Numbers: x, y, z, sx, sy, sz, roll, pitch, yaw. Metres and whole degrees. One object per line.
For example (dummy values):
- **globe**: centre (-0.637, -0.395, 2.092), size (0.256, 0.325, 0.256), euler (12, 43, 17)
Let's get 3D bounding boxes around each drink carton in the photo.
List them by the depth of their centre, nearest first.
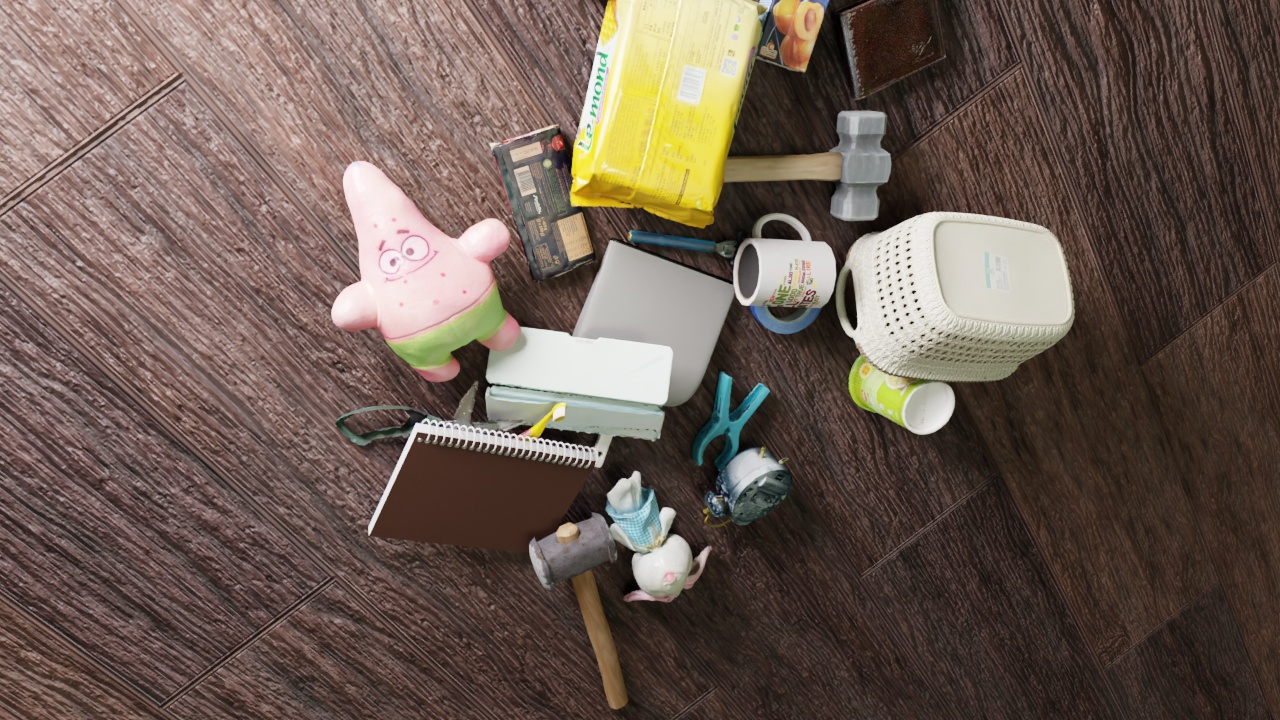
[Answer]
- **drink carton**: centre (0.160, -0.372, 0.949), size (0.064, 0.040, 0.130), euler (11, 107, -22)

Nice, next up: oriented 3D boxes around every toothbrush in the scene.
- **toothbrush**: centre (-0.119, 0.080, 1.012), size (0.021, 0.016, 0.136), euler (18, 143, -32)

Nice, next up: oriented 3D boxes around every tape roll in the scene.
- **tape roll**: centre (0.173, -0.078, 1.085), size (0.091, 0.016, 0.093), euler (-9, 114, -14)

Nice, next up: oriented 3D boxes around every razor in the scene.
- **razor**: centre (0.055, -0.131, 1.024), size (0.143, 0.022, 0.042), euler (4, 109, -19)

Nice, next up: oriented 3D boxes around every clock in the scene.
- **clock**: centre (0.131, 0.164, 1.138), size (0.129, 0.052, 0.090), euler (-51, 138, 12)

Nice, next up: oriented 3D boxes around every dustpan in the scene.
- **dustpan**: centre (-0.006, 0.006, 1.056), size (0.163, 0.033, 0.258), euler (17, 96, -22)

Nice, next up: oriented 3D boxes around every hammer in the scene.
- **hammer**: centre (0.117, -0.209, 1.000), size (0.322, 0.051, 0.117), euler (-4, 110, -14)
- **hammer**: centre (-0.055, 0.327, 1.145), size (0.098, 0.052, 0.329), euler (-22, 125, -13)

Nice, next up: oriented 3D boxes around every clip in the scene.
- **clip**: centre (0.118, 0.081, 1.129), size (0.113, 0.028, 0.127), euler (27, 100, -24)

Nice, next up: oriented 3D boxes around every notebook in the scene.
- **notebook**: centre (-0.173, 0.146, 1.023), size (0.209, 0.022, 0.172), euler (13, 124, -29)

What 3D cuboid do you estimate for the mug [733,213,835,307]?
- **mug**: centre (0.158, -0.112, 1.022), size (0.089, 0.074, 0.105), euler (1, 83, -17)

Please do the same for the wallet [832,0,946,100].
- **wallet**: centre (0.274, -0.353, 1.001), size (0.120, 0.031, 0.099), euler (-25, 120, -8)

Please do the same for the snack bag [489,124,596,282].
- **snack bag**: centre (-0.099, -0.162, 0.961), size (0.074, 0.018, 0.155), euler (-19, 116, -9)

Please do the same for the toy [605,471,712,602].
- **toy**: centre (0.022, 0.222, 1.110), size (0.131, 0.105, 0.205), euler (-27, 118, -9)

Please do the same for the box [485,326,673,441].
- **box**: centre (-0.068, 0.028, 1.006), size (0.197, 0.075, 0.126), euler (8, 134, -2)

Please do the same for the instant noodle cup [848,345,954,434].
- **instant noodle cup**: centre (0.326, 0.037, 1.131), size (0.098, 0.108, 0.099), euler (-6, 112, -15)

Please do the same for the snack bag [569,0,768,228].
- **snack bag**: centre (0.029, -0.259, 0.912), size (0.159, 0.068, 0.247), euler (11, 99, -14)

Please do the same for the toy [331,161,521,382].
- **toy**: centre (-0.220, -0.090, 0.912), size (0.192, 0.097, 0.237), euler (-32, 109, -11)

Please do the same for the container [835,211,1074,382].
- **container**: centre (0.367, -0.077, 1.052), size (0.246, 0.143, 0.184), euler (2, 73, -20)

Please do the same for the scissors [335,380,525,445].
- **scissors**: centre (-0.220, 0.106, 1.015), size (0.202, 0.015, 0.204), euler (-5, 124, 3)
